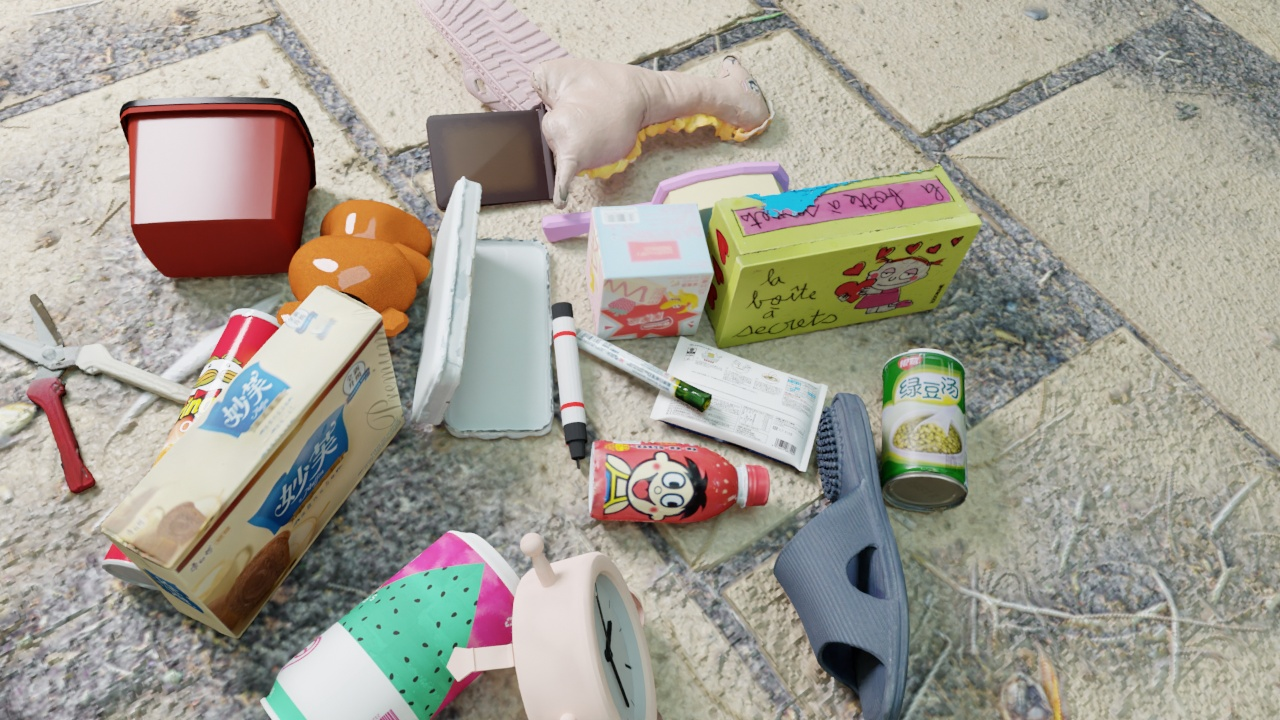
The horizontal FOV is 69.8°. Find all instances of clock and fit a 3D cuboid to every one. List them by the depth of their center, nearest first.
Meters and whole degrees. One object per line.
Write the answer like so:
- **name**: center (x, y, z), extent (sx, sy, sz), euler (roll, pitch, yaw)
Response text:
- **clock**: center (-0.042, 0.196, 0.588), extent (0.086, 0.160, 0.131), euler (-21, 59, 16)

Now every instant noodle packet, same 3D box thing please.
- **instant noodle packet**: center (0.085, 0.035, 0.773), extent (0.134, 0.026, 0.086), euler (19, 58, 5)

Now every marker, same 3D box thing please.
- **marker**: center (-0.058, 0.020, 0.759), extent (0.019, 0.019, 0.145), euler (-4, 68, -10)
- **marker**: center (-0.005, 0.005, 0.769), extent (0.146, 0.017, 0.017), euler (27, 58, 24)

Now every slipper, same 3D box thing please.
- **slipper**: center (0.138, 0.140, 0.680), extent (0.082, 0.101, 0.263), euler (0, 52, 2)
- **slipper**: center (-0.136, -0.299, 0.930), extent (0.239, 0.065, 0.094), euler (45, 60, 0)

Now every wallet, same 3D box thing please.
- **wallet**: center (-0.140, -0.192, 0.868), extent (0.115, 0.018, 0.091), euler (-8, 93, -14)

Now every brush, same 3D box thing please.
- **brush**: center (0.025, -0.127, 0.839), extent (0.229, 0.089, 0.043), euler (-10, 64, 1)

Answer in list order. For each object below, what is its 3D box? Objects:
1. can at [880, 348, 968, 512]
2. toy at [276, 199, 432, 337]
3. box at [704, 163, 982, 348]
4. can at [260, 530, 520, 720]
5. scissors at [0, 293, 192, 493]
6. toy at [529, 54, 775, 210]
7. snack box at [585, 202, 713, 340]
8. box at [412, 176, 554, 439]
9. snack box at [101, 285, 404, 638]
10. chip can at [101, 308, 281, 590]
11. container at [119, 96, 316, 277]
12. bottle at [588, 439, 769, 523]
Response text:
- **can**: center (0.232, 0.056, 0.754), extent (0.067, 0.067, 0.120), euler (11, 58, 0)
- **toy**: center (-0.235, -0.072, 0.761), extent (0.112, 0.096, 0.175), euler (7, 30, -3)
- **box**: center (0.166, -0.090, 0.806), extent (0.220, 0.125, 0.082), euler (-12, 58, -16)
- **can**: center (-0.156, 0.193, 0.607), extent (0.088, 0.088, 0.165), euler (42, 62, 18)
- **scissors**: center (-0.437, 0.019, 0.724), extent (0.179, 0.015, 0.196), euler (-6, 59, -9)
- **toy**: center (0.021, -0.227, 0.900), extent (0.264, 0.065, 0.196), euler (1, 73, -27)
- **snack box**: center (0.005, -0.075, 0.791), extent (0.093, 0.095, 0.079), euler (-4, 59, -10)
- **box**: center (-0.131, -0.050, 0.753), extent (0.130, 0.106, 0.210), euler (0, 59, -12)
- **snack box**: center (-0.249, 0.072, 0.632), extent (0.055, 0.154, 0.206), euler (27, 59, 8)
- **chip can**: center (-0.327, 0.062, 0.689), extent (0.052, 0.052, 0.214), euler (12, 58, 0)
- **container**: center (-0.361, -0.179, 0.799), extent (0.148, 0.127, 0.200), euler (-4, 65, -9)
- **bottle**: center (0.030, 0.095, 0.708), extent (0.137, 0.062, 0.061), euler (2, 58, -4)
